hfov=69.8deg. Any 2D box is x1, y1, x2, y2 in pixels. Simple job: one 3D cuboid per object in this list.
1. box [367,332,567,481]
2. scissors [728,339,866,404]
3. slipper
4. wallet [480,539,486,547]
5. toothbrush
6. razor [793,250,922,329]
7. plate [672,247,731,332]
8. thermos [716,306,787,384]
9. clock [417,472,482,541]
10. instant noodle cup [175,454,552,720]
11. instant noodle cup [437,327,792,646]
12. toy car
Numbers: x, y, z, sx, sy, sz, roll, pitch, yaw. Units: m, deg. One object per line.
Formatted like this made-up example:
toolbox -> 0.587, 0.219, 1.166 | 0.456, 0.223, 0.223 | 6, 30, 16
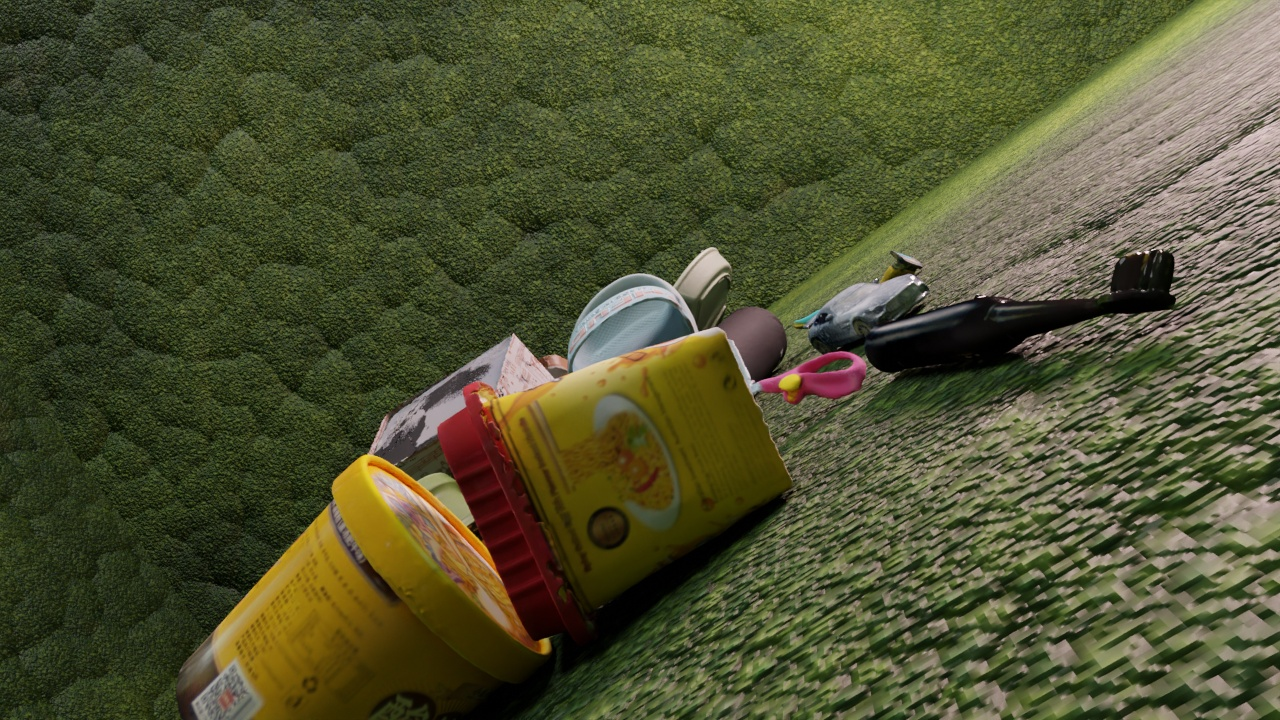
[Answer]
box -> -0.149, 0.064, 0.910 | 0.180, 0.132, 0.271 | -31, -3, 19
scissors -> 0.059, 0.024, 0.517 | 0.134, 0.017, 0.131 | -6, 38, 35
slipper -> -0.004, 0.004, 0.632 | 0.104, 0.074, 0.245 | -31, 32, 4
wallet -> -0.071, 0.121, 0.738 | 0.131, 0.035, 0.118 | -41, -5, 22
toothbrush -> 0.135, -0.014, 0.358 | 0.213, 0.026, 0.027 | 141, 144, -83
razor -> 0.197, -0.058, 0.851 | 0.133, 0.028, 0.043 | -32, -21, 35
plate -> 0.028, 0.006, 0.835 | 0.229, 0.027, 0.230 | -58, -14, -23
thermos -> 0.058, 0.021, 0.785 | 0.090, 0.068, 0.241 | -51, -7, 28
clock -> -0.162, 0.151, 0.752 | 0.161, 0.056, 0.116 | -20, -43, -65
instant noodle cup -> -0.118, 0.121, 0.390 | 0.114, 0.118, 0.118 | -43, 1, -7
instant noodle cup -> -0.009, 0.047, 0.407 | 0.123, 0.116, 0.116 | -24, -2, -5
toy car -> 0.160, -0.035, 0.666 | 0.054, 0.037, 0.121 | -36, 3, -15
